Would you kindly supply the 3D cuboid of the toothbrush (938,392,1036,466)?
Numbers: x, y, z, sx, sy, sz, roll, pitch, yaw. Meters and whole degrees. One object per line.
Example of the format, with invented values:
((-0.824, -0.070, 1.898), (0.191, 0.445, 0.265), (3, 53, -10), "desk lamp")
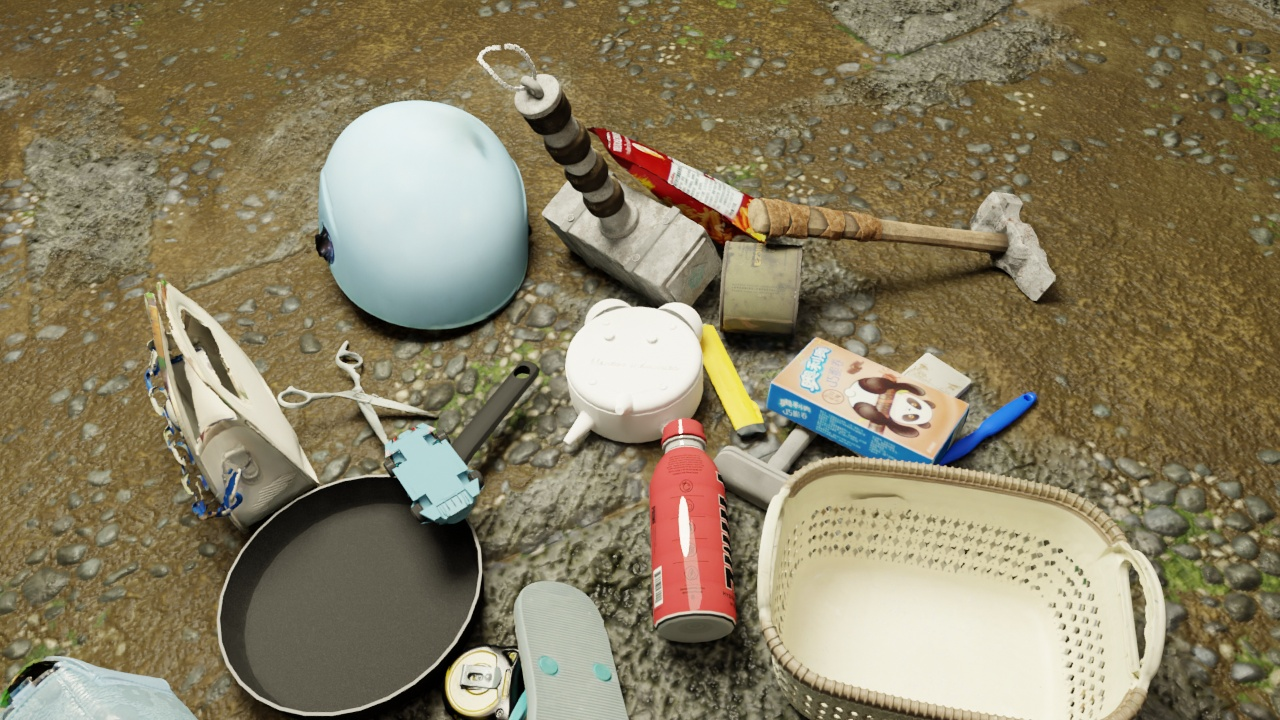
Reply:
((0.287, 0.074, 0.804), (0.182, 0.018, 0.016), (-29, 53, -23), "toothbrush")

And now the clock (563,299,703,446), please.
((-0.005, 0.005, 0.845), (0.125, 0.073, 0.160), (4, 50, 8), "clock")

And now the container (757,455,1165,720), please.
((0.203, 0.176, 0.635), (0.246, 0.143, 0.184), (8, 50, 11), "container")

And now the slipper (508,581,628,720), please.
((-0.047, 0.270, 0.628), (0.098, 0.055, 0.268), (17, 31, -20), "slipper")

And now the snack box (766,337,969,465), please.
((0.197, 0.040, 0.798), (0.151, 0.034, 0.087), (26, 43, 25), "snack box")

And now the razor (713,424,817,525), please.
((0.129, 0.080, 0.796), (0.088, 0.047, 0.116), (26, 48, 25), "razor")

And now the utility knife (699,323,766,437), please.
((0.081, 0.015, 0.868), (0.030, 0.017, 0.151), (-12, 50, -12), "utility knife")

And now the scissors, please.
((-0.268, 0.028, 0.868), (0.141, 0.014, 0.175), (2, 32, -25), "scissors")

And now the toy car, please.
((-0.169, 0.097, 0.751), (0.060, 0.027, 0.108), (-31, 45, -19), "toy car")

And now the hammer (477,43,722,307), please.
((-0.045, -0.168, 0.838), (0.177, 0.326, 0.079), (34, 82, 29), "hammer")

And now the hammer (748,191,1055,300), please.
((0.256, -0.124, 0.897), (0.318, 0.049, 0.121), (3, 51, -17), "hammer")

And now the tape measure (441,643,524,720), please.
((-0.115, 0.240, 0.676), (0.061, 0.034, 0.061), (-3, 48, 4), "tape measure")

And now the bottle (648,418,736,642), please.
((0.039, 0.128, 0.731), (0.062, 0.062, 0.176), (-3, 55, 2), "bottle")

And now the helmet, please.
((-0.226, -0.162, 0.953), (0.225, 0.167, 0.265), (-12, 58, -18), "helmet")

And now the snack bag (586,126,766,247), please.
((0.040, -0.188, 0.948), (0.208, 0.067, 0.138), (31, 16, -16), "snack bag")

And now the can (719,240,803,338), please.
((0.117, -0.069, 0.889), (0.074, 0.090, 0.089), (4, 50, 8), "can")

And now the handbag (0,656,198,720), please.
((-0.346, 0.285, 0.609), (0.192, 0.122, 0.118), (32, 76, 26), "handbag")

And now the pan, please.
((-0.187, 0.134, 0.767), (0.204, 0.044, 0.354), (21, 54, 21), "pan")

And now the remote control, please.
((0.239, 0.044, 0.834), (0.135, 0.011, 0.050), (-36, 55, -24), "remote control")

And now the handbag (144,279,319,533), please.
((-0.365, 0.036, 0.767), (0.092, 0.200, 0.200), (-31, 51, -16), "handbag")
